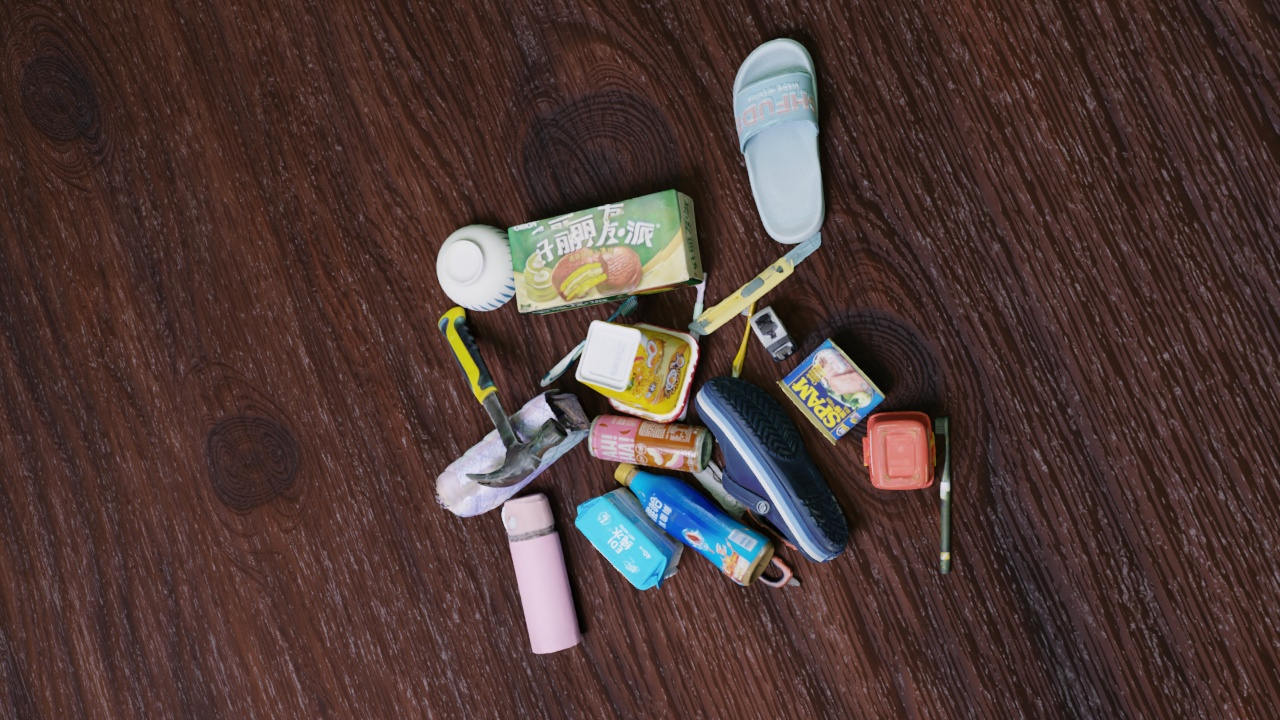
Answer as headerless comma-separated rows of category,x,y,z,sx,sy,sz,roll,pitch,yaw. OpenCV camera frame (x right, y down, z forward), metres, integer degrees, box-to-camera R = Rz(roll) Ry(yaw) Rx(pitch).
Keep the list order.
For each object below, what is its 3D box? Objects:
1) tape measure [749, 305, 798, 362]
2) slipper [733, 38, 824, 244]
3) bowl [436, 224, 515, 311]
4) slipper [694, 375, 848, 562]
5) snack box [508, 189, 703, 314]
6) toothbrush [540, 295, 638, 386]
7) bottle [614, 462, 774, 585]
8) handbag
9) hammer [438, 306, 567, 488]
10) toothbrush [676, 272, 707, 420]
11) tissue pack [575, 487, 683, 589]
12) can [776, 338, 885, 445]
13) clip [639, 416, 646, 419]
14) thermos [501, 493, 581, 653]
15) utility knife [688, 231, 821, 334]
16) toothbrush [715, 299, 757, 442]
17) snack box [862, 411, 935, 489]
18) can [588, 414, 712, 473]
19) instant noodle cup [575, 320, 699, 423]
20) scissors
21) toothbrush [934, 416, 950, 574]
tape measure,0.161,-0.032,1.106,0.033,0.065,0.066,-33,83,9
slipper,0.167,-0.263,1.101,0.104,0.074,0.245,-8,89,17
bowl,-0.222,-0.126,1.219,0.116,0.066,0.116,0,90,16
slipper,0.149,0.133,1.098,0.095,0.104,0.252,-42,77,30
snack box,-0.046,-0.132,1.160,0.240,0.063,0.114,-9,86,22
toothbrush,-0.067,-0.020,1.176,0.192,0.016,0.018,-42,59,28
bottle,0.059,0.192,1.132,0.219,0.065,0.065,31,98,25
handbag,-0.159,0.116,1.166,0.194,0.134,0.075,-39,80,12
hammer,-0.196,0.036,1.139,0.126,0.032,0.323,-44,44,6
toothbrush,0.063,-0.017,1.159,0.021,0.029,0.189,6,93,-28
tissue pack,-0.013,0.222,1.145,0.140,0.090,0.063,43,102,13
can,0.227,0.035,1.092,0.083,0.057,0.102,-44,79,10
clip,0.017,0.050,1.175,0.026,0.041,0.058,12,92,18
thermos,-0.136,0.276,1.200,0.087,0.067,0.198,-18,85,45
utility knife,0.144,-0.092,1.131,0.198,0.021,0.031,-35,67,1
toothbrush,0.117,0.009,1.146,0.018,0.016,0.191,16,94,27
snack box,0.298,0.106,1.058,0.082,0.080,0.091,-4,89,17
can,0.012,0.103,1.147,0.147,0.057,0.058,6,92,20
instant noodle cup,-0.007,0.006,1.110,0.116,0.123,0.116,15,87,33
scissors,0.134,0.178,1.142,0.197,0.015,0.205,-2,90,18
toothbrush,0.355,0.158,1.077,0.017,0.012,0.186,0,90,22
